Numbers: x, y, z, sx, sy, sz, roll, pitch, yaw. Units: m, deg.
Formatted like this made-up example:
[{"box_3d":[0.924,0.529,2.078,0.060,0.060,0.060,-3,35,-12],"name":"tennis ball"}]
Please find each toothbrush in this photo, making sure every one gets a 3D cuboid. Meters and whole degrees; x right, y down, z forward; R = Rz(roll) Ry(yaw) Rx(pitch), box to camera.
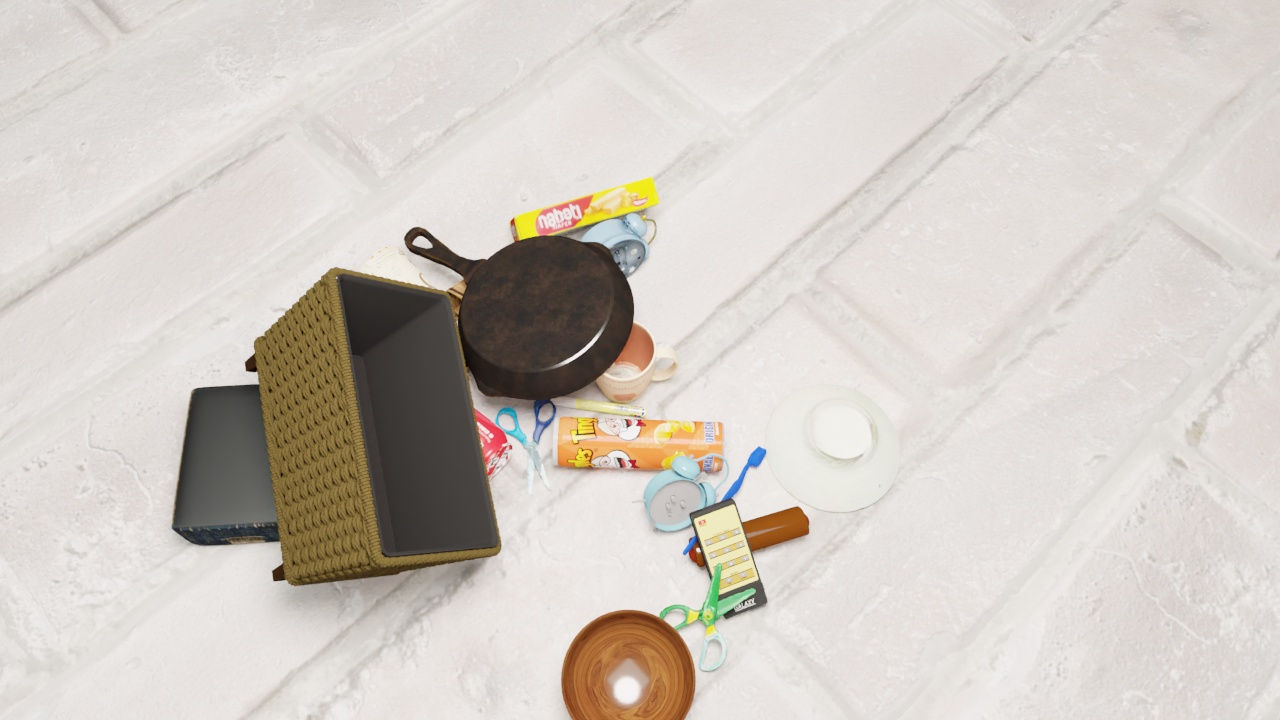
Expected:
[{"box_3d":[0.106,0.172,1.130,0.011,0.016,0.186,14,47,36],"name":"toothbrush"}]

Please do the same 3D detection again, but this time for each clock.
[{"box_3d":[0.056,0.159,1.118,0.123,0.087,0.042,-35,32,-2],"name":"clock"},{"box_3d":[-0.030,-0.155,1.262,0.124,0.089,0.051,-28,62,-11],"name":"clock"}]

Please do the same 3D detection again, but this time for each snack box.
[{"box_3d":[-0.080,-0.206,1.279,0.200,0.092,0.042,-18,98,-10],"name":"snack box"}]

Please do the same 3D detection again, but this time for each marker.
[{"box_3d":[-0.058,0.060,1.200,0.132,0.014,0.014,8,65,2],"name":"marker"}]

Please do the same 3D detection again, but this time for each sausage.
[{"box_3d":[0.133,0.215,1.119,0.155,0.040,0.040,-15,66,-8],"name":"sausage"}]

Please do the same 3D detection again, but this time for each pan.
[{"box_3d":[-0.175,-0.094,1.164,0.356,0.043,0.248,30,73,23],"name":"pan"}]

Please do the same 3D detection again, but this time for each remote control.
[{"box_3d":[0.104,0.234,1.087,0.058,0.013,0.133,-20,95,-7],"name":"remote control"}]

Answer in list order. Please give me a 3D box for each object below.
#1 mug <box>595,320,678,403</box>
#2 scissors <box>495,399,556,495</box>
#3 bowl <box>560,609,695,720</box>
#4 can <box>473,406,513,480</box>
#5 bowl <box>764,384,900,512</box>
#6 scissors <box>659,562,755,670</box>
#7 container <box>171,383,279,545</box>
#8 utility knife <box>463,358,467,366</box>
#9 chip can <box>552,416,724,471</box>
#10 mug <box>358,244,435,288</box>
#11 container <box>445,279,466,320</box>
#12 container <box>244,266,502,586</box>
[{"box_3d":[-0.007,0.007,1.177,0.111,0.104,0.085,-2,65,-4],"name":"mug"},{"box_3d":[-0.128,0.107,1.172,0.086,0.015,0.135,-24,68,-3],"name":"scissors"},{"box_3d":[-0.014,0.360,1.029,0.147,0.069,0.147,0,66,-1],"name":"bowl"},{"box_3d":[-0.233,0.086,1.150,0.142,0.074,0.074,38,69,15],"name":"can"},{"box_3d":[0.250,0.100,1.165,0.176,0.058,0.176,1,64,-1],"name":"bowl"},{"box_3d":[0.084,0.303,1.068,0.129,0.012,0.119,-29,80,10],"name":"scissors"},{"box_3d":[-0.481,0.125,1.126,0.145,0.071,0.187,-3,65,-3],"name":"container"},{"box_3d":[-0.201,0.000,1.217,0.171,0.029,0.020,2,69,0],"name":"utility knife"},{"box_3d":[-0.003,0.105,1.153,0.210,0.062,0.062,2,65,-1],"name":"chip can"},{"box_3d":[-0.333,-0.078,1.235,0.097,0.081,0.122,40,91,8],"name":"mug"},{"box_3d":[-0.197,-0.072,1.235,0.114,0.063,0.061,29,60,12],"name":"container"},{"box_3d":[-0.317,0.092,1.041,0.205,0.176,0.320,-25,71,31],"name":"container"}]
